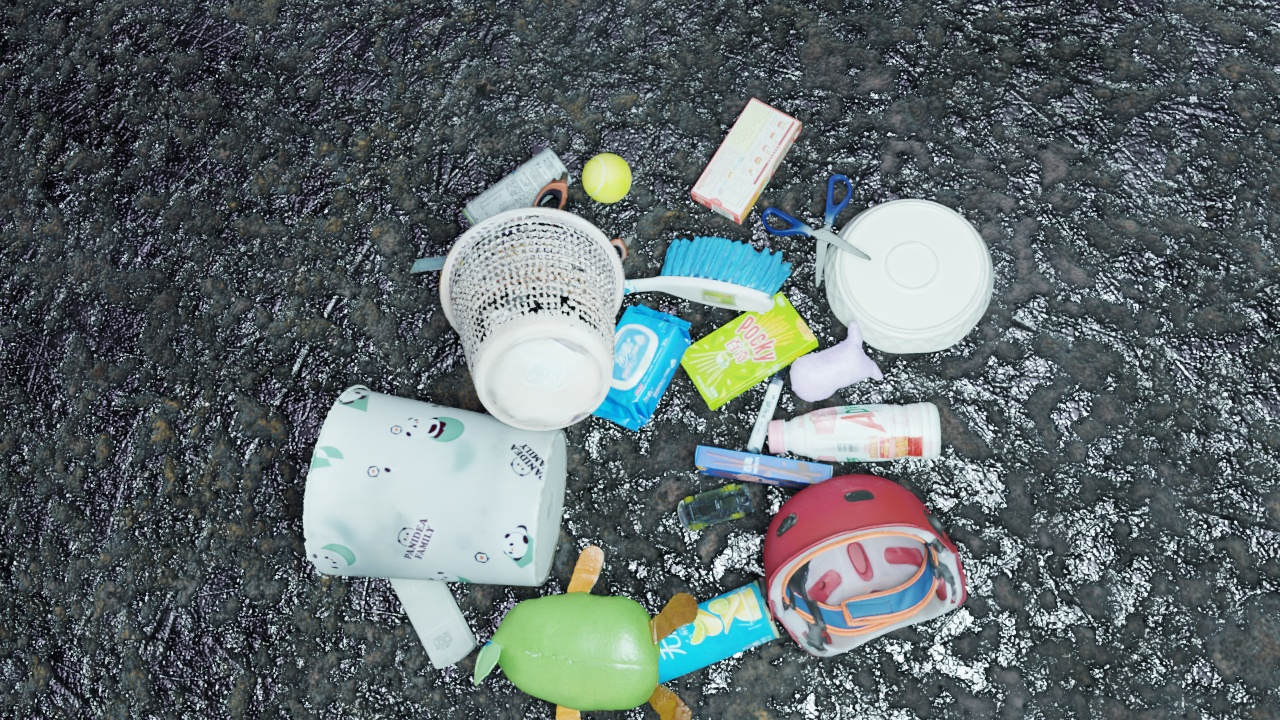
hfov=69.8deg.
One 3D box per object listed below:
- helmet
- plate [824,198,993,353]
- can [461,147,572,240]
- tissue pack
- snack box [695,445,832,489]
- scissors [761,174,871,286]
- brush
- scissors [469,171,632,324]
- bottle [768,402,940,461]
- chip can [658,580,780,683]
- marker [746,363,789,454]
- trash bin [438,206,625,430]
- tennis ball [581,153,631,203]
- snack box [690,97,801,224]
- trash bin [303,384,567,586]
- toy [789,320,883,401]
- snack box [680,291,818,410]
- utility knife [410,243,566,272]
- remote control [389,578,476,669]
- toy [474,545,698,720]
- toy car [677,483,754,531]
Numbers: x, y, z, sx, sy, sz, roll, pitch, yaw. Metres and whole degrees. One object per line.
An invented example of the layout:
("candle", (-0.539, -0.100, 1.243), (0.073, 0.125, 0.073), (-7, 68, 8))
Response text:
("helmet", (0.224, 0.200, 0.999), (0.207, 0.240, 0.143), (-26, 42, 12))
("plate", (0.334, -0.111, 1.138), (0.205, 0.045, 0.204), (-2, 77, 9))
("can", (-0.165, -0.222, 1.231), (0.146, 0.058, 0.058), (-36, 74, -1))
("tissue pack", (-0.007, 0.007, 1.144), (0.095, 0.052, 0.157), (23, 80, 34))
("snack box", (0.146, 0.130, 1.088), (0.157, 0.084, 0.026), (8, 78, 10))
("scissors", (0.224, -0.167, 1.154), (0.162, 0.012, 0.175), (13, 67, 32))
("brush", (0.027, -0.109, 1.172), (0.315, 0.060, 0.109), (12, 66, 16))
("scissors", (-0.120, -0.138, 1.211), (0.189, 0.015, 0.226), (22, 97, -2))
("bottle", (0.253, 0.087, 1.095), (0.197, 0.068, 0.068), (-3, 76, 12))
("chip can", (0.051, 0.326, 1.063), (0.210, 0.071, 0.071), (-22, 75, 3))
("marker", (0.158, 0.055, 1.139), (0.023, 0.018, 0.130), (17, 79, 22))
("trash bin", (-0.117, -0.034, 1.060), (0.227, 0.228, 0.191), (-19, 39, 4))
("tennis ball", (-0.045, -0.241, 1.214), (0.065, 0.065, 0.065), (-2, 76, 8))
("snack box", (0.140, -0.264, 1.211), (0.077, 0.027, 0.155), (31, 83, 14))
("trash bin", (-0.225, 0.155, 1.076), (0.252, 0.230, 0.229), (6, 78, 4))
("toy", (0.233, 0.009, 1.123), (0.108, 0.039, 0.084), (-25, 102, 6))
("snack box", (0.133, -0.012, 1.144), (0.156, 0.026, 0.085), (-31, 60, 1))
("utility knife", (-0.208, -0.137, 1.240), (0.219, 0.015, 0.033), (-6, 74, 8))
("remote control", (-0.260, 0.306, 1.141), (0.058, 0.021, 0.150), (-32, 74, 0))
("toy", (-0.056, 0.318, 1.002), (0.247, 0.090, 0.226), (3, 80, 18))
("toy car", (0.091, 0.178, 1.111), (0.090, 0.035, 0.042), (-16, 74, 5))
